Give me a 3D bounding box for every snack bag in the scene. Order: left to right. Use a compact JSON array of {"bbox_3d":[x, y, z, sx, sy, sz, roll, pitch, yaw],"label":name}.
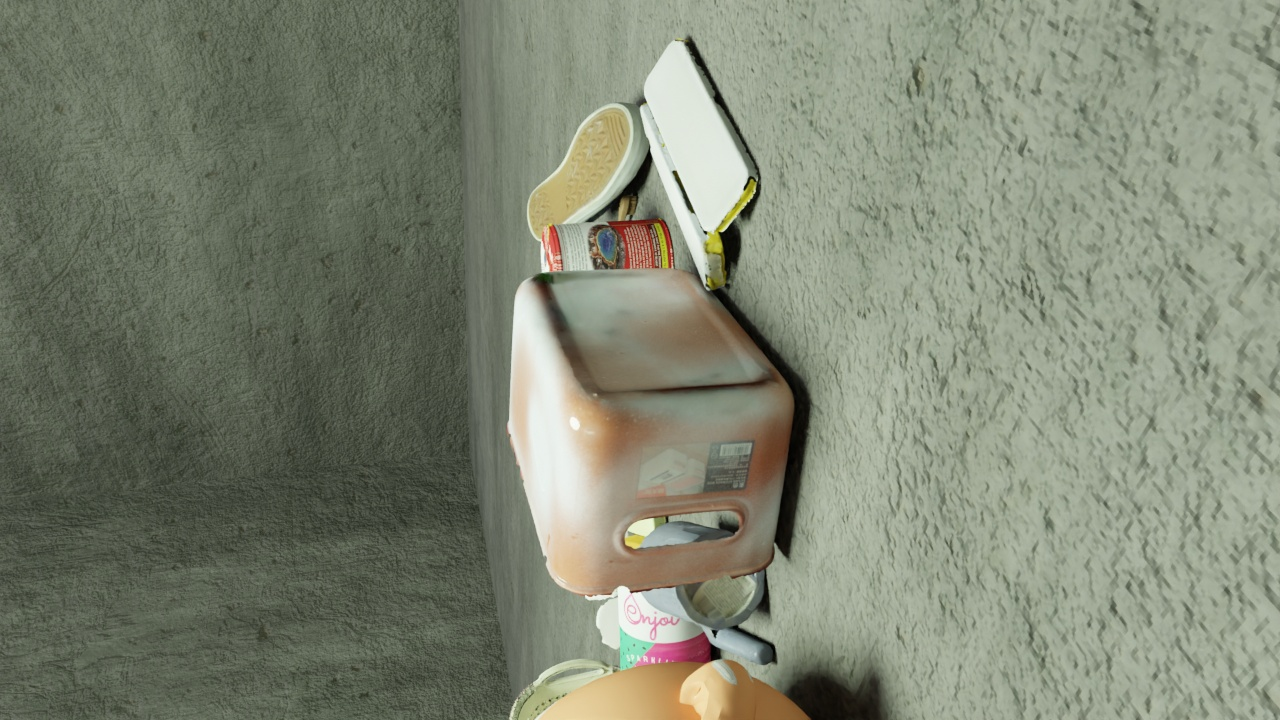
[{"bbox_3d":[0.014,0.207,0.984,0.099,0.020,0.026,0,107,54],"label":"snack bag"}]

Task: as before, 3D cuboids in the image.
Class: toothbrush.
[{"bbox_3d":[-0.025,-0.138,1.067,0.167,0.016,0.016,108,152,-60],"label":"toothbrush"}]

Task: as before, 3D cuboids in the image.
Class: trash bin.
[{"bbox_3d":[-0.003,0.037,0.740,0.259,0.181,0.158,-120,30,-58],"label":"trash bin"}]

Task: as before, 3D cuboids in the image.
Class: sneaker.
[{"bbox_3d":[-0.043,-0.199,1.014,0.236,0.079,0.087,-34,71,53],"label":"sneaker"}]

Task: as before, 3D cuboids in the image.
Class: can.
[{"bbox_3d":[-0.035,-0.097,0.921,0.087,0.116,0.086,174,91,-75],"label":"can"},{"bbox_3d":[0.024,0.268,0.887,0.088,0.088,0.166,-141,48,-69],"label":"can"}]

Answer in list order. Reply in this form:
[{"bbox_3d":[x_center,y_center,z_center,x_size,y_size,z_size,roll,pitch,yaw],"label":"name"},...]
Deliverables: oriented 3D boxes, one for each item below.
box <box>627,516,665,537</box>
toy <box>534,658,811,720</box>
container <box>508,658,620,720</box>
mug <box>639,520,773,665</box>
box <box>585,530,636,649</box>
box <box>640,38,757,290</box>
[{"bbox_3d":[-0.039,0.121,1.057,0.187,0.029,0.138,12,109,49],"label":"box"},{"bbox_3d":[0.021,0.328,0.601,0.282,0.265,0.262,-61,37,39],"label":"toy"},{"bbox_3d":[-0.058,0.513,1.127,0.143,0.184,0.251,85,172,-53],"label":"container"},{"bbox_3d":[0.059,0.198,0.778,0.124,0.083,0.104,60,162,-2],"label":"mug"},{"bbox_3d":[-0.034,0.268,1.118,0.095,0.084,0.165,156,107,-66],"label":"box"},{"bbox_3d":[0.042,-0.168,0.776,0.128,0.045,0.209,106,155,-47],"label":"box"}]
